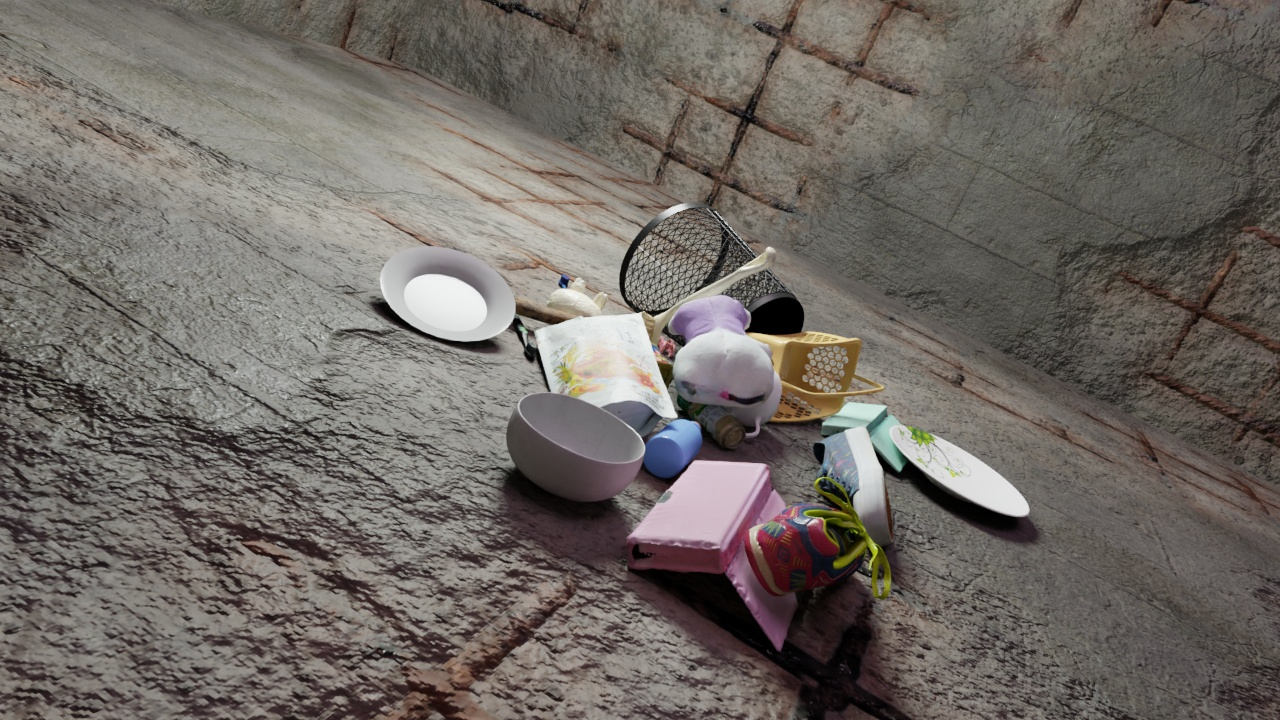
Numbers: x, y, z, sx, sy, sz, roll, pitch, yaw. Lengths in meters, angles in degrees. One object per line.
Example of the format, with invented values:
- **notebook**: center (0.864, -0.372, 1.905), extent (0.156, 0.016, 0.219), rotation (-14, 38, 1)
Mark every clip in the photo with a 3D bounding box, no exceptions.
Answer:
- **clip**: center (0.034, -0.025, 1.434), extent (0.041, 0.023, 0.059), rotation (19, 12, 0)

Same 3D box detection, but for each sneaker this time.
- **sneaker**: center (0.258, 0.156, 1.130), extent (0.079, 0.087, 0.235), rotation (-10, 19, 9)
- **sneaker**: center (0.186, 0.175, 0.868), extent (0.241, 0.091, 0.116), rotation (9, 52, -61)

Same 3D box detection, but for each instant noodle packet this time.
- **instant noodle packet**: center (-0.047, 0.005, 1.121), extent (0.146, 0.057, 0.269), rotation (-7, 30, -8)

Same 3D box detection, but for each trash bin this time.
- **trash bin**: center (0.122, -0.100, 1.479), extent (0.216, 0.217, 0.243), rotation (6, 32, -45)

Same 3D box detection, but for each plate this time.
- **plate**: center (0.473, 0.175, 1.385), extent (0.229, 0.030, 0.229), rotation (24, 19, -9)
- **plate**: center (-0.246, -0.081, 1.170), extent (0.172, 0.019, 0.172), rotation (17, 41, -15)

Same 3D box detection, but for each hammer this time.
- **hammer**: center (-0.163, -0.070, 1.261), extent (0.330, 0.033, 0.119), rotation (16, 22, -9)

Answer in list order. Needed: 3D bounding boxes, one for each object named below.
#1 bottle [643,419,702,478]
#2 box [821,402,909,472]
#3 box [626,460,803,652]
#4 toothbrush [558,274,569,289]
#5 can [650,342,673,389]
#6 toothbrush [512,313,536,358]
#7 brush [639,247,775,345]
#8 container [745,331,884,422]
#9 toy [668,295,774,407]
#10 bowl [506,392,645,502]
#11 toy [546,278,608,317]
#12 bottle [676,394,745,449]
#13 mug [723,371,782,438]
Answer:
- **bottle**: center (0.044, 0.094, 1.048), extent (0.048, 0.048, 0.131), rotation (28, 18, 12)
- **box**: center (0.363, 0.111, 1.424), extent (0.138, 0.056, 0.186), rotation (23, 17, 19)
- **box**: center (0.094, 0.163, 0.881), extent (0.173, 0.075, 0.232), rotation (29, 18, 10)
- **toothbrush**: center (-0.117, -0.104, 1.473), extent (0.016, 0.017, 0.190), rotation (18, 18, -16)
- **can**: center (-0.007, 0.007, 1.228), extent (0.099, 0.054, 0.059), rotation (11, 23, -34)
- **toothbrush**: center (-0.161, -0.045, 1.246), extent (0.014, 0.017, 0.188), rotation (14, 18, -22)
- **brush**: center (0.082, -0.083, 1.309), extent (0.077, 0.273, 0.062), rotation (28, 40, -38)
- **container**: center (0.248, 0.027, 1.357), extent (0.183, 0.129, 0.167), rotation (-2, 19, -42)
- **toy**: center (0.107, -0.016, 1.202), extent (0.137, 0.086, 0.209), rotation (-2, 33, -3)
- **bowl**: center (-0.067, 0.090, 0.885), extent (0.132, 0.064, 0.131), rotation (21, 17, -7)
- **toy**: center (-0.096, -0.071, 1.349), extent (0.087, 0.050, 0.112), rotation (28, 58, -2)
- **bottle**: center (0.092, 0.072, 1.187), extent (0.042, 0.043, 0.110), rotation (9, 24, -40)
- **mug**: center (0.149, 0.058, 1.248), extent (0.076, 0.090, 0.123), rotation (13, 49, 4)
